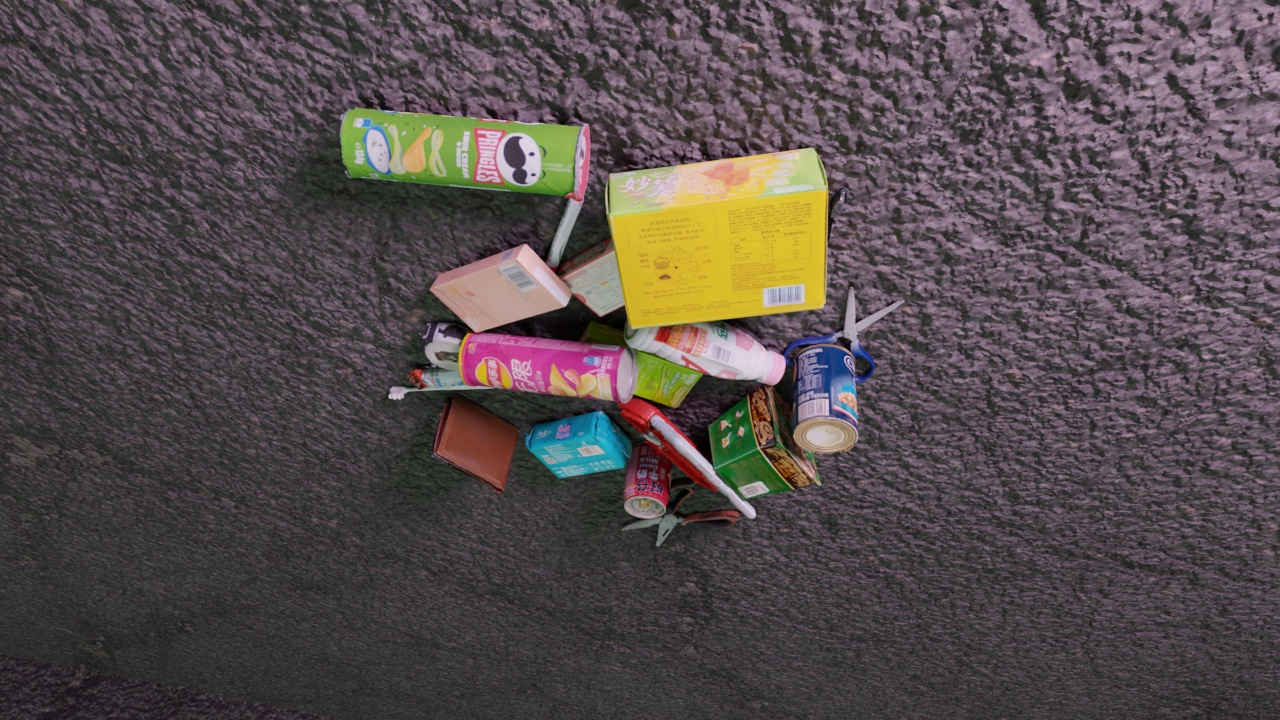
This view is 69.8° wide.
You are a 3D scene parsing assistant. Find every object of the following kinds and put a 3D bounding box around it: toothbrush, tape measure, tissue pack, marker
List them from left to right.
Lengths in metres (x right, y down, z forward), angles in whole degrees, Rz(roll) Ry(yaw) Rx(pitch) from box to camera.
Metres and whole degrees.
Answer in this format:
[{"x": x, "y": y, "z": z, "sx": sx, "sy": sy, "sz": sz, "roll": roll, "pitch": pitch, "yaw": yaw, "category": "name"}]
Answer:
[{"x": -0.266, "y": 0.039, "z": 1.262, "sx": 0.180, "sy": 0.016, "sz": 0.016, "roll": -5, "pitch": 142, "yaw": 16, "category": "toothbrush"}, {"x": -0.243, "y": -0.018, "z": 1.174, "sx": 0.066, "sy": 0.033, "sz": 0.066, "roll": 1, "pitch": 143, "yaw": 10, "category": "tape measure"}, {"x": -0.139, "y": -0.067, "z": 1.106, "sx": 0.018, "sy": 0.015, "sz": 0.181, "roll": 13, "pitch": 146, "yaw": 24, "category": "toothbrush"}, {"x": -0.089, "y": -0.132, "z": 1.015, "sx": 0.017, "sy": 0.017, "sz": 0.146, "roll": 17, "pitch": 141, "yaw": -11, "category": "marker"}, {"x": -0.089, "y": 0.121, "z": 1.307, "sx": 0.134, "sy": 0.050, "sz": 0.093, "roll": -13, "pitch": 139, "yaw": 25, "category": "tissue pack"}, {"x": 0.192, "y": -0.113, "z": 0.990, "sx": 0.014, "sy": 0.016, "sz": 0.189, "roll": 9, "pitch": 143, "yaw": -1, "category": "toothbrush"}]

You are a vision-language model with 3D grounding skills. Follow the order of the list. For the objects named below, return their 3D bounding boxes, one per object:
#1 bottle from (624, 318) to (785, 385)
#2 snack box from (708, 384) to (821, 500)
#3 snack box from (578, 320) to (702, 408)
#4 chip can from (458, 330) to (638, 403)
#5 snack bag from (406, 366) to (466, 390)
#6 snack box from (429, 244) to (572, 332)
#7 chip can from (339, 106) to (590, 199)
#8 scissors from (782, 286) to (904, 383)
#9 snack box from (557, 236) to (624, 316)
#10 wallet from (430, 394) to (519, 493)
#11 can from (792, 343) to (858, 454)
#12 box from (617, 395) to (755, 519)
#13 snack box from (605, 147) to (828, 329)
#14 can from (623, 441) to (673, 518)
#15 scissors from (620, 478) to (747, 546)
[{"x": 0.080, "y": -0.019, "z": 1.092, "sx": 0.196, "sy": 0.068, "sz": 0.068, "roll": 19, "pitch": 141, "yaw": -20, "category": "bottle"}, {"x": 0.153, "y": 0.115, "z": 1.184, "sx": 0.106, "sy": 0.117, "sz": 0.118, "roll": -30, "pitch": 126, "yaw": 21, "category": "snack box"}, {"x": -0.007, "y": 0.007, "z": 1.167, "sx": 0.156, "sy": 0.026, "sz": 0.086, "roll": 19, "pitch": 140, "yaw": -12, "category": "snack box"}, {"x": -0.113, "y": 0.008, "z": 1.118, "sx": 0.211, "sy": 0.071, "sz": 0.071, "roll": 6, "pitch": 143, "yaw": 18, "category": "chip can"}, {"x": -0.259, "y": 0.022, "z": 1.232, "sx": 0.104, "sy": 0.026, "sz": 0.048, "roll": -4, "pitch": 152, "yaw": 15, "category": "snack bag"}, {"x": -0.163, "y": -0.081, "z": 1.060, "sx": 0.158, "sy": 0.026, "sz": 0.084, "roll": -12, "pitch": 135, "yaw": 39, "category": "snack box"}, {"x": -0.170, "y": -0.203, "z": 0.897, "sx": 0.236, "sy": 0.072, "sz": 0.072, "roll": 5, "pitch": 142, "yaw": 4, "category": "chip can"}, {"x": 0.242, "y": -0.025, "z": 1.094, "sx": 0.175, "sy": 0.012, "sz": 0.162, "roll": -17, "pitch": 135, "yaw": 27, "category": "scissors"}, {"x": -0.012, "y": -0.106, "z": 1.026, "sx": 0.156, "sy": 0.027, "sz": 0.077, "roll": -23, "pitch": 132, "yaw": 33, "category": "snack box"}, {"x": -0.231, "y": 0.117, "z": 1.287, "sx": 0.124, "sy": 0.101, "sz": 0.032, "roll": 34, "pitch": 137, "yaw": -30, "category": "wallet"}, {"x": 0.218, "y": 0.047, "z": 1.086, "sx": 0.075, "sy": 0.111, "sz": 0.075, "roll": 5, "pitch": 142, "yaw": 4, "category": "can"}, {"x": 0.067, "y": 0.128, "z": 1.232, "sx": 0.201, "sy": 0.039, "sz": 0.158, "roll": 45, "pitch": 168, "yaw": -37, "category": "box"}, {"x": 0.079, "y": -0.120, "z": 0.928, "sx": 0.210, "sy": 0.069, "sz": 0.158, "roll": -6, "pitch": 136, "yaw": 5, "category": "snack box"}, {"x": 0.011, "y": 0.172, "z": 1.316, "sx": 0.066, "sy": 0.093, "sz": 0.067, "roll": 5, "pitch": 142, "yaw": 4, "category": "can"}, {"x": 0.059, "y": 0.247, "z": 1.466, "sx": 0.226, "sy": 0.015, "sz": 0.189, "roll": -9, "pitch": 139, "yaw": 20, "category": "scissors"}]
